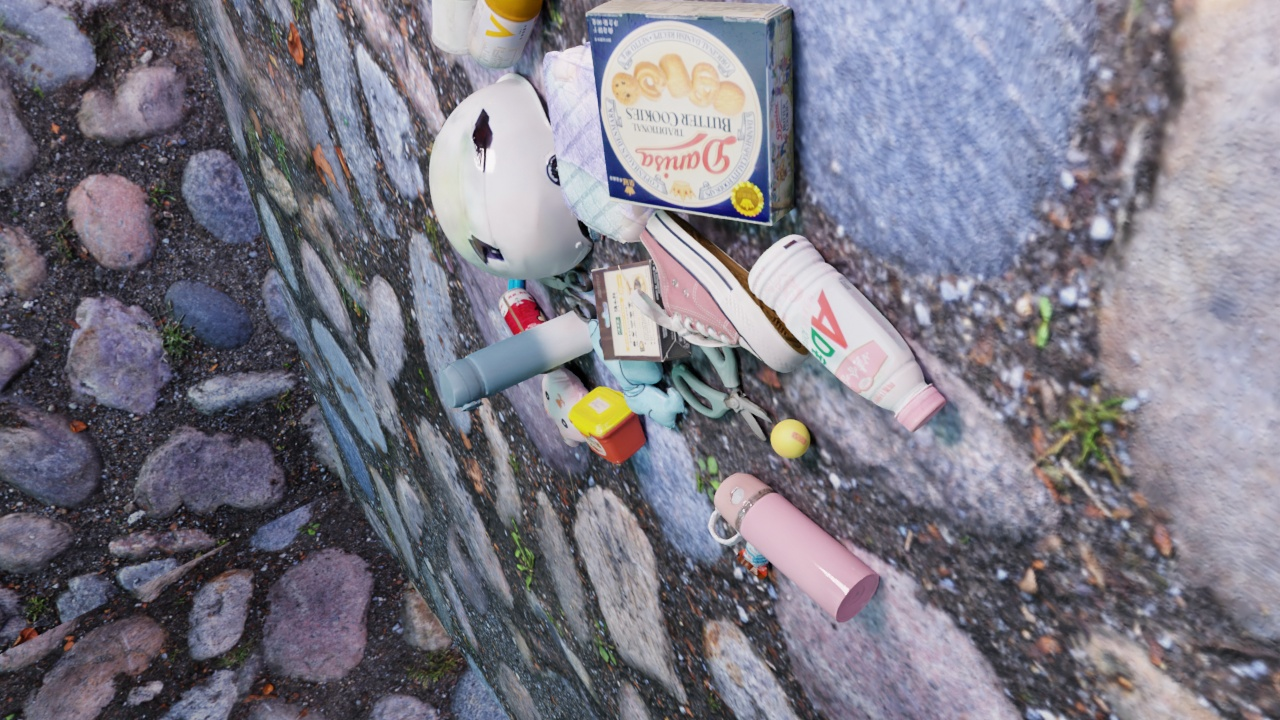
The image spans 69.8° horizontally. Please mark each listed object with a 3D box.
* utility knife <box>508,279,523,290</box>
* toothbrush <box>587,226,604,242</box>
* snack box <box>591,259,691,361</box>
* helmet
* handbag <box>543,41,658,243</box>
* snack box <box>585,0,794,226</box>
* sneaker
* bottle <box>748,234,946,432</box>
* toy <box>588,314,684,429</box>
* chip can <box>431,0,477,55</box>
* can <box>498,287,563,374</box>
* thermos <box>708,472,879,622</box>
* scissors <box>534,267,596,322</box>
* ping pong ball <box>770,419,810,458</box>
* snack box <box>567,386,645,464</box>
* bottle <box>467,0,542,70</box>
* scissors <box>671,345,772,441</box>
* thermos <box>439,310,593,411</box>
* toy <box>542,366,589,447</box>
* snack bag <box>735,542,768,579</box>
[{"bbox_3d":[-0.187,-0.134,1.375,0.034,0.018,0.205,47,147,29],"label":"utility knife"},{"bbox_3d":[-0.069,-0.228,1.091,0.016,0.017,0.188,25,135,49],"label":"toothbrush"},{"bbox_3d":[0.000,-0.057,1.058,0.126,0.053,0.113,2,101,61],"label":"snack box"},{"bbox_3d":[-0.187,-0.217,1.166,0.229,0.145,0.259,24,133,50],"label":"helmet"},{"bbox_3d":[-0.033,-0.233,0.966,0.134,0.075,0.194,36,144,41],"label":"handbag"},{"bbox_3d":[0.046,-0.221,0.818,0.178,0.045,0.183,15,128,31],"label":"snack box"},{"bbox_3d":[0.068,-0.055,0.901,0.088,0.118,0.241,-54,52,17],"label":"sneaker"},{"bbox_3d":[0.180,-0.023,0.794,0.197,0.068,0.068,49,149,20],"label":"bottle"},{"bbox_3d":[-0.007,0.007,1.155,0.161,0.049,0.156,28,136,35],"label":"toy"},{"bbox_3d":[-0.209,-0.469,1.068,0.071,0.071,0.215,49,149,25],"label":"chip can"},{"bbox_3d":[-0.161,-0.045,1.353,0.132,0.053,0.053,56,153,30],"label":"can"},{"bbox_3d":[0.158,0.206,1.007,0.198,0.087,0.067,37,179,38],"label":"thermos"},{"bbox_3d":[-0.110,-0.111,1.272,0.170,0.014,0.151,58,152,20],"label":"scissors"},{"bbox_3d":[0.155,0.081,0.949,0.040,0.040,0.040,41,145,37],"label":"ping pong ball"},{"bbox_3d":[-0.041,0.090,1.261,0.091,0.081,0.080,25,148,51],"label":"snack box"},{"bbox_3d":[-0.143,-0.400,1.016,0.068,0.067,0.190,60,152,6],"label":"bottle"},{"bbox_3d":[0.085,0.031,1.052,0.175,0.019,0.176,57,151,9],"label":"scissors"},{"bbox_3d":[-0.166,0.000,1.238,0.070,0.220,0.070,38,141,38],"label":"thermos"},{"bbox_3d":[-0.110,0.076,1.389,0.121,0.054,0.160,56,156,16],"label":"toy"},{"bbox_3d":[0.143,0.222,1.107,0.048,0.026,0.104,36,144,22],"label":"snack bag"}]
